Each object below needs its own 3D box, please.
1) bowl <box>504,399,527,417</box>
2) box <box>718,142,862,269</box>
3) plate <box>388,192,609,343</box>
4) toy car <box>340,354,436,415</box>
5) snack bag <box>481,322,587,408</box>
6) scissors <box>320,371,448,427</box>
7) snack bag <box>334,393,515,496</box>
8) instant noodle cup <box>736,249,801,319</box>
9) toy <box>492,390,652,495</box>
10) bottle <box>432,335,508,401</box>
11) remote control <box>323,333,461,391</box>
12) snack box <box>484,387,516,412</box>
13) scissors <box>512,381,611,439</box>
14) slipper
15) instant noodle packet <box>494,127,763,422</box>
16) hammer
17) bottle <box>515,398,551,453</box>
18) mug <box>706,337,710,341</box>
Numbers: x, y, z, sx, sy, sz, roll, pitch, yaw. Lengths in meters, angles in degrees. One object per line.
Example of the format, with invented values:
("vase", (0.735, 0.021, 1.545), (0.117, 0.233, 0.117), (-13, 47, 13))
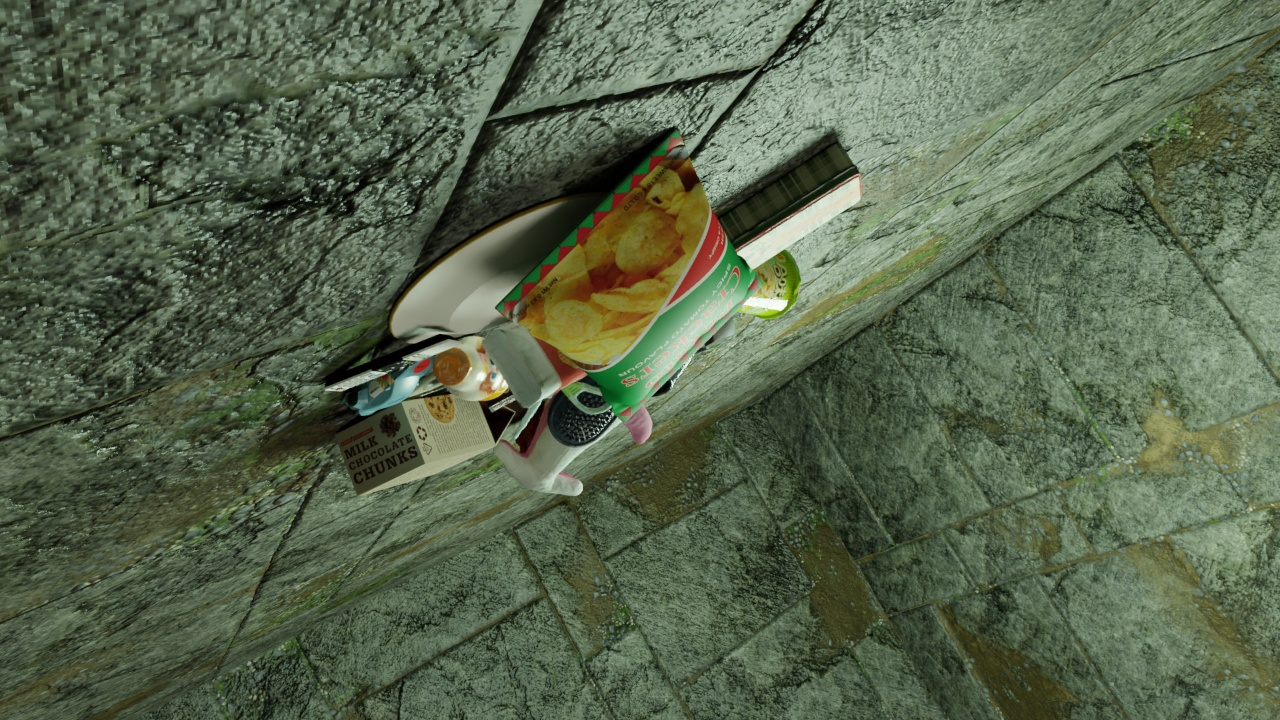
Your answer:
("bowl", (-0.188, 0.059, 1.181), (0.118, 0.030, 0.118), (-30, 170, -6))
("box", (0.150, -0.157, 1.029), (0.206, 0.050, 0.117), (-33, 171, 9))
("plate", (-0.107, -0.069, 0.794), (0.229, 0.021, 0.230), (-29, 170, -6))
("toy car", (-0.232, 0.022, 0.872), (0.108, 0.027, 0.060), (-34, 170, 23))
("snack bag", (-0.062, -0.023, 0.915), (0.041, 0.077, 0.224), (-35, 177, 36))
("scissors", (-0.253, 0.042, 0.959), (0.169, 0.012, 0.133), (-30, 170, -4))
("snack bag", (-0.231, 0.087, 1.040), (0.094, 0.070, 0.206), (-25, 174, 21))
("instant noodle cup", (0.133, -0.100, 1.158), (0.099, 0.099, 0.107), (-37, 160, 36))
("toy", (-0.077, 0.054, 1.205), (0.186, 0.127, 0.266), (32, 103, -33))
("bottle", (-0.164, 0.008, 0.882), (0.063, 0.063, 0.108), (-31, 174, 7))
("remote control", (-0.216, 0.001, 0.797), (0.124, 0.011, 0.028), (-20, 172, 12))
("snack box", (-0.117, 0.000, 1.027), (0.140, 0.051, 0.032), (-29, 170, -8))
("scissors", (-0.097, 0.015, 0.999), (0.172, 0.021, 0.171), (20, 106, -33))
("slipper", (-0.006, 0.006, 1.087), (0.263, 0.101, 0.082), (-46, -155, 3))
("instant noodle packet", (0.006, -0.058, 0.804), (0.195, 0.090, 0.252), (-45, 147, -1))
("hammer", (-0.020, 0.003, 1.356), (0.321, 0.043, 0.156), (-20, 175, -27))
("bottle", (-0.138, 0.116, 1.414), (0.098, 0.099, 0.111), (-19, 159, -49))
("mug", (0.034, -0.066, 0.946), (0.081, 0.116, 0.096), (-40, 167, 26))
